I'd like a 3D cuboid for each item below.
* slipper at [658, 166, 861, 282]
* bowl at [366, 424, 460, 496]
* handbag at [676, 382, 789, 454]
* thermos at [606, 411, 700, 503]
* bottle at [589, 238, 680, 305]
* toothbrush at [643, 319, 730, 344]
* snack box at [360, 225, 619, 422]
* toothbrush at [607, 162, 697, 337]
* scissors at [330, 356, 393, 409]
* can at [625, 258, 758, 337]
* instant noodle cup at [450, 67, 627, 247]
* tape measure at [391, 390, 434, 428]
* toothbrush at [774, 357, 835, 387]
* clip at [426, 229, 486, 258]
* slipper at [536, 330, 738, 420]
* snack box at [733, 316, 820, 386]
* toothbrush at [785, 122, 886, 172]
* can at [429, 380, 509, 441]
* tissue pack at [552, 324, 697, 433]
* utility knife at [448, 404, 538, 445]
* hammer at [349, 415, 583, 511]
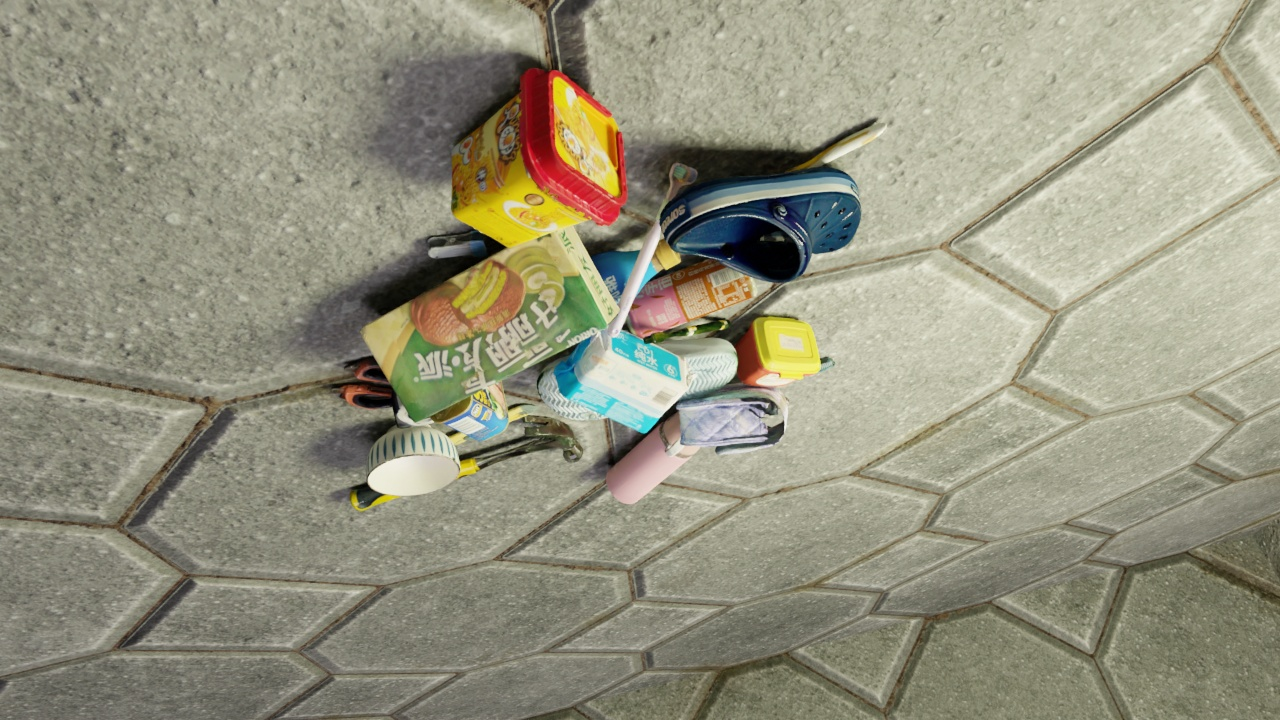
[{"bbox_3d":[0.134,-0.127,0.900,0.252,0.095,0.105,-6,163,-37],"label":"slipper"},{"bbox_3d":[-0.292,0.119,1.171,0.116,0.066,0.117,-10,149,-6],"label":"bowl"},{"bbox_3d":[0.121,0.072,1.177,0.134,0.075,0.193,-5,-176,11],"label":"handbag"},{"bbox_3d":[0.024,0.143,1.335,0.067,0.087,0.199,44,131,-3],"label":"thermos"},{"bbox_3d":[-0.061,-0.070,0.969,0.219,0.065,0.065,-25,148,16],"label":"bottle"},{"bbox_3d":[0.057,-0.034,1.061,0.017,0.012,0.185,-15,179,33],"label":"toothbrush"},{"bbox_3d":[-0.152,-0.039,0.925,0.240,0.114,0.063,-25,-170,16],"label":"snack box"},{"bbox_3d":[0.007,-0.105,0.911,0.029,0.021,0.189,14,113,-24],"label":"toothbrush"},{"bbox_3d":[-0.270,0.047,1.115,0.197,0.015,0.206,-13,149,-6],"label":"scissors"},{"bbox_3d":[0.053,-0.074,1.020,0.147,0.057,0.058,-20,149,8],"label":"can"},{"bbox_3d":[-0.091,-0.161,0.775,0.124,0.116,0.116,-21,151,31],"label":"instant noodle cup"},{"bbox_3d":[-0.257,0.049,1.075,0.065,0.033,0.066,-10,150,-16],"label":"tape measure"},{"bbox_3d":[0.181,0.031,1.288,0.192,0.016,0.018,-19,139,5],"label":"toothbrush"},{"bbox_3d":[-0.180,-0.112,0.896,0.058,0.041,0.026,-10,150,-7],"label":"clip"},{"bbox_3d":[-0.007,0.006,1.105,0.245,0.074,0.104,-9,140,4],"label":"slipper"},{"bbox_3d":[0.170,-0.005,1.165,0.091,0.082,0.080,4,154,-27],"label":"snack box"},{"bbox_3d":[0.155,-0.192,0.918,0.192,0.016,0.018,-26,139,18],"label":"toothbrush"},{"bbox_3d":[-0.198,0.033,1.042,0.057,0.102,0.083,-25,151,15],"label":"can"},{"bbox_3d":[-0.017,0.018,1.016,0.140,0.063,0.090,25,127,-24],"label":"tissue pack"},{"bbox_3d":[-0.227,0.097,1.218,0.198,0.021,0.031,-20,150,16],"label":"utility knife"},{"bbox_3d":[-0.247,0.147,1.271,0.323,0.031,0.126,-17,149,4],"label":"hammer"}]
